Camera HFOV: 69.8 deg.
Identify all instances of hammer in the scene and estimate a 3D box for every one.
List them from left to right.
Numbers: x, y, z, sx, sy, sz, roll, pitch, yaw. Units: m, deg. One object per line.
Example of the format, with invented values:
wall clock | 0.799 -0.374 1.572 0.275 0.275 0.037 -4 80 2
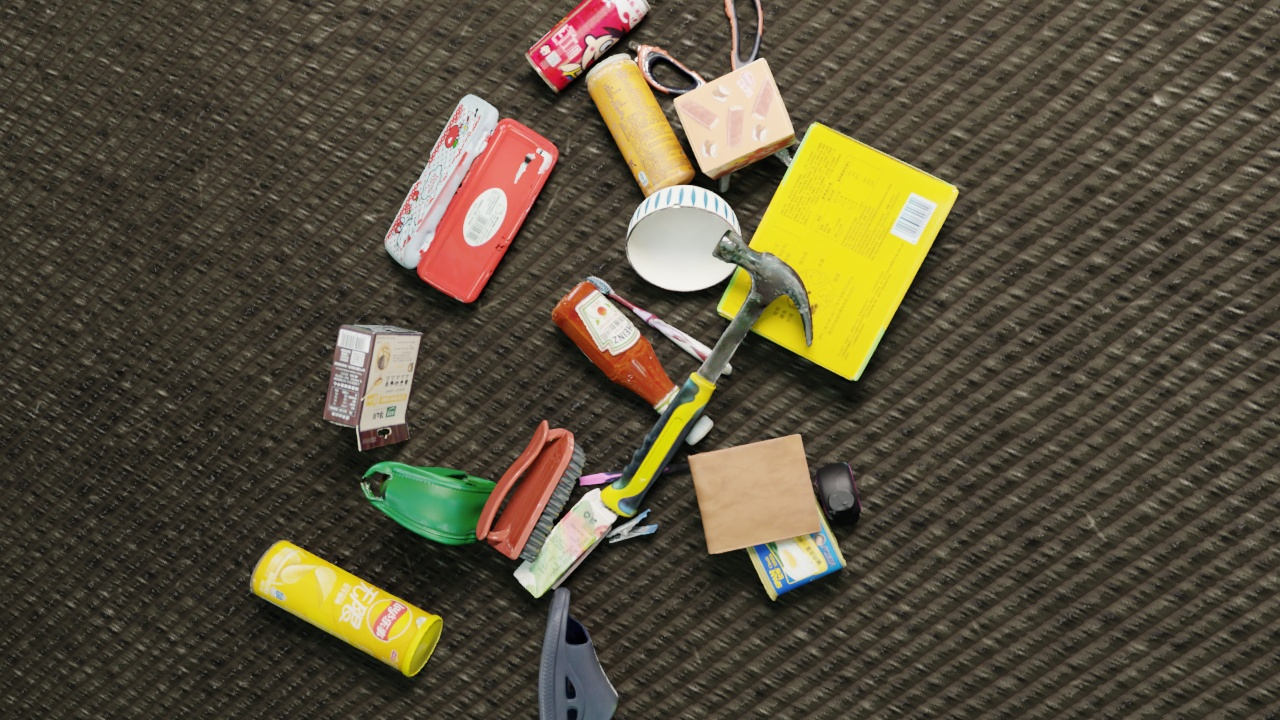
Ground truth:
hammer | 0.057 0.035 0.916 0.126 0.031 0.324 32 115 1

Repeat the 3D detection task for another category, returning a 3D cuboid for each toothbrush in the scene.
toothbrush | 0.013 0.119 0.993 0.189 0.017 0.014 -10 89 16
toothbrush | 0.019 -0.039 0.981 0.187 0.017 0.016 34 99 10

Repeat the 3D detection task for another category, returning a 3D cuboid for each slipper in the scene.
slipper | -0.067 0.371 0.981 0.083 0.110 0.268 1 98 -4

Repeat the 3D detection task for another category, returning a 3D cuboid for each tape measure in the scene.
tape measure | 0.198 0.134 0.928 0.039 0.057 0.057 -15 57 11

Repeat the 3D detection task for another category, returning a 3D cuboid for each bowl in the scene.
bowl | 0.045 -0.133 0.936 0.116 0.116 0.066 -6 49 12

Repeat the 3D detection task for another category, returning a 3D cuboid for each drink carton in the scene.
drink carton | -0.077 0.199 0.993 0.045 0.053 0.122 43 101 7

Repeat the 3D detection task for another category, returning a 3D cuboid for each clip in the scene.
clip | -0.011 0.183 0.993 0.058 0.026 0.043 -23 95 12

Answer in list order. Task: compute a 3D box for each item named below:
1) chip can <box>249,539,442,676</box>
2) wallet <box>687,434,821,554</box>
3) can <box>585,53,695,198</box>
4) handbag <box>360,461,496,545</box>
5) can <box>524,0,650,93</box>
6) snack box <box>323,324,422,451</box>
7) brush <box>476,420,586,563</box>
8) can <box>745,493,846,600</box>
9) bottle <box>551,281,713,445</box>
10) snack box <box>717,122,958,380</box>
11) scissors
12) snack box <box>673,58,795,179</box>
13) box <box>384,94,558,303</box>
chip can | -0.334 0.281 1.044 0.213 0.072 0.072 22 96 11
wallet | 0.113 0.132 0.909 0.115 0.020 0.101 -12 89 6
can | -0.001 -0.242 0.957 0.058 0.058 0.146 -29 86 12
handbag | -0.223 0.150 0.986 0.120 0.131 0.068 14 85 16
can | -0.055 -0.346 0.967 0.133 0.053 0.053 -38 84 11
snack box | -0.288 0.026 1.002 0.053 0.113 0.125 14 94 12
brush | -0.115 0.137 0.975 0.069 0.063 0.145 36 77 -30
can | 0.152 0.181 0.941 0.083 0.057 0.102 -26 87 9
bottle | -0.006 0.006 0.968 0.060 0.059 0.206 -45 89 10
snack box | 0.192 -0.106 0.914 0.158 0.070 0.210 28 98 10
scissors | 0.088 -0.290 0.958 0.225 0.015 0.189 37 99 8
snack box | 0.095 -0.234 0.905 0.094 0.092 0.077 -22 92 13
box | -0.193 -0.178 1.000 0.154 0.074 0.201 33 97 13
